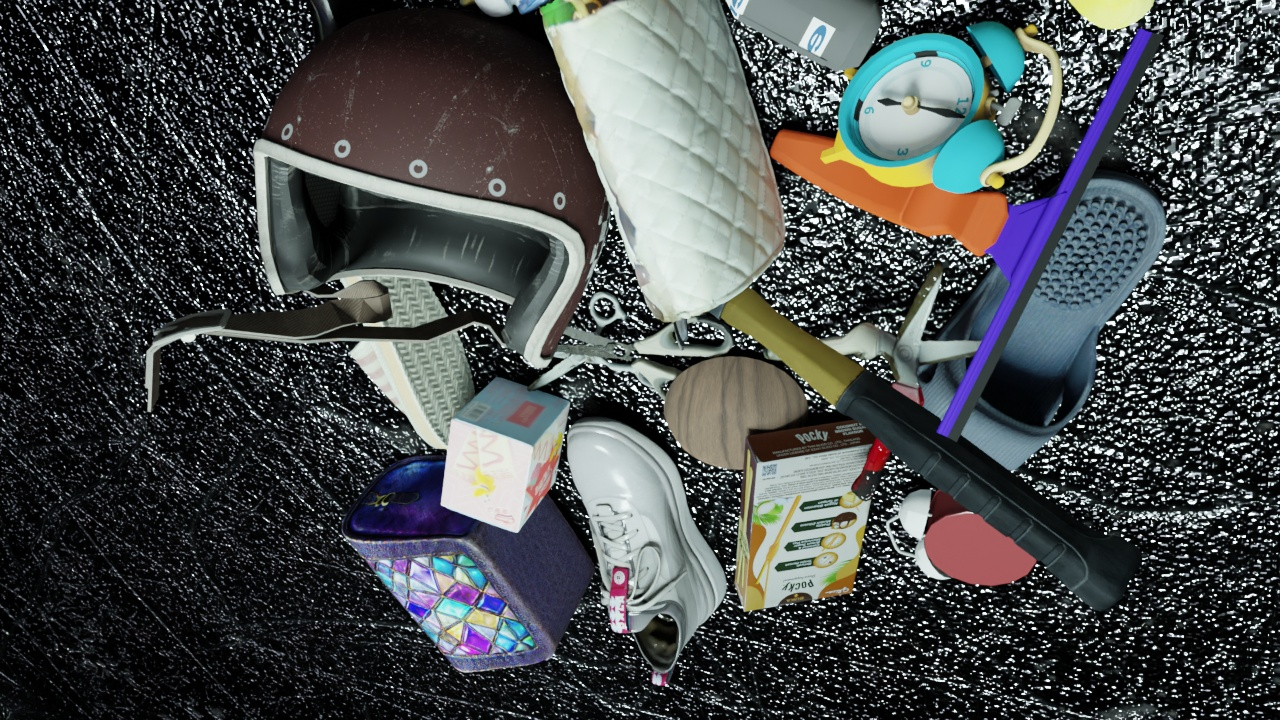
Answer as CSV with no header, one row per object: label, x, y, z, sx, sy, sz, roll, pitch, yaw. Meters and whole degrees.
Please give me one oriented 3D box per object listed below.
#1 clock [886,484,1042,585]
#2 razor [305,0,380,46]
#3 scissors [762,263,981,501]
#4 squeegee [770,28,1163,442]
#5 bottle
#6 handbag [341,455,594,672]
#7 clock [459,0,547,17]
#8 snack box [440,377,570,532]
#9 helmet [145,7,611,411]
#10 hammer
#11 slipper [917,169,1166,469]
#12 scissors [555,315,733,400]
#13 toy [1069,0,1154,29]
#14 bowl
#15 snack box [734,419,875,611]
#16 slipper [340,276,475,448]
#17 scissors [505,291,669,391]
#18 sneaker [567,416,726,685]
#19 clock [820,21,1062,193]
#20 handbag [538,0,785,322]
clock,0.264,0.138,0.743,0.125,0.044,0.087,-10,122,30
razor,-0.213,-0.235,0.653,0.063,0.052,0.141,46,148,32
scissors,0.158,0.008,0.655,0.179,0.015,0.200,33,130,39
squeegee,0.166,-0.104,0.571,0.185,0.055,0.250,27,103,21
bottle,0.086,-0.211,0.536,0.112,0.046,0.047,29,133,0
handbag,-0.186,0.208,0.949,0.223,0.125,0.205,-12,121,33
clock,-0.056,-0.242,0.547,0.126,0.088,0.052,-21,111,33
snack box,-0.120,0.083,0.826,0.079,0.092,0.095,18,117,9
helmet,-0.140,-0.095,0.595,0.233,0.233,0.254,16,110,5
hammer,0.156,0.034,0.584,0.333,0.117,0.025,39,142,18
slipper,0.251,0.000,0.612,0.101,0.082,0.264,23,132,9
scissors,0.002,-0.010,0.748,0.163,0.012,0.154,42,123,-16
toy,0.279,-0.246,0.397,0.214,0.083,0.149,-17,119,32
bowl,0.077,0.053,0.750,0.119,0.032,0.119,5,129,6
snack box,0.137,0.134,0.774,0.101,0.031,0.186,-8,129,-8
slipper,-0.206,-0.032,0.773,0.052,0.114,0.263,-5,130,14
scissors,-0.037,0.002,0.789,0.165,0.014,0.142,30,131,-2
sneaker,-0.008,0.173,0.839,0.097,0.128,0.263,-10,120,29
clock,0.170,-0.143,0.523,0.130,0.099,0.043,9,169,38
handbag,0.016,-0.132,0.554,0.073,0.138,0.195,-10,109,32
